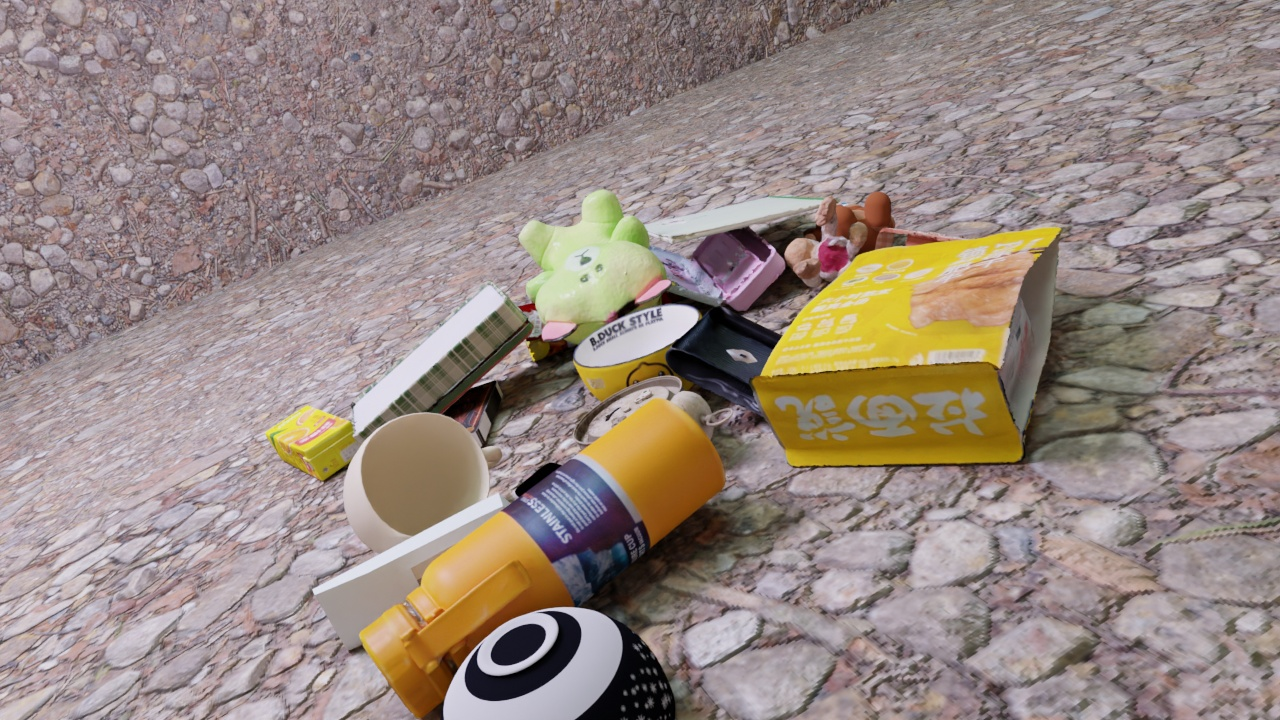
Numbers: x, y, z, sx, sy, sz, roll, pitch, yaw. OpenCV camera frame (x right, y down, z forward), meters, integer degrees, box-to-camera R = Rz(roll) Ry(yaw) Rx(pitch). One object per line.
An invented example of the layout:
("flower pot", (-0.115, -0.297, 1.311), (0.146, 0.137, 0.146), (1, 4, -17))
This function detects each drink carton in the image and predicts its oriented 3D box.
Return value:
("drink carton", (-0.345, 0.087, 0.974), (0.058, 0.043, 0.135), (-38, 25, -29))

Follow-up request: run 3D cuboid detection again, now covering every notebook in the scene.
("notebook", (0.101, -0.165, 1.051), (0.182, 0.010, 0.252), (-13, 12, -4))

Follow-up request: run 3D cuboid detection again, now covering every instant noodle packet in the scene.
("instant noodle packet", (0.197, -0.026, 0.646), (0.163, 0.084, 0.220), (-6, 32, 38))

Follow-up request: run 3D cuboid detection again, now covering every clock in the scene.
("clock", (0.014, 0.054, 0.697), (0.141, 0.054, 0.092), (-12, 23, 41))

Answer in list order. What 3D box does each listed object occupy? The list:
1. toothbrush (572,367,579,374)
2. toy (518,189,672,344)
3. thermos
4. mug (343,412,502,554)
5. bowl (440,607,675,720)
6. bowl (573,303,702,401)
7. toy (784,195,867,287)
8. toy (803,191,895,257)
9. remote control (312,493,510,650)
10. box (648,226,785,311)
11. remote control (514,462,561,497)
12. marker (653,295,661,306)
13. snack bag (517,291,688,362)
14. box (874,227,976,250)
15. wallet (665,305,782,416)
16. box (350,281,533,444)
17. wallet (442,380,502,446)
("toothbrush", (-0.005, 0.005, 0.897), (0.168, 0.013, 0.012), (-6, 26, 41))
("toy", (-0.046, -0.083, 0.936), (0.150, 0.107, 0.196), (-25, 48, 8))
("thermos", (-0.057, 0.112, 0.555), (0.232, 0.091, 0.076), (-35, 54, -21))
("mug", (-0.165, 0.096, 0.699), (0.120, 0.096, 0.100), (-19, -12, -34))
("bowl", (-0.049, 0.166, 0.459), (0.120, 0.066, 0.120), (-18, 21, 7))
("bowl", (0.007, 0.006, 0.803), (0.117, 0.068, 0.117), (-18, 21, 7))
("toy", (0.180, -0.114, 0.921), (0.074, 0.085, 0.106), (11, -1, -10))
("toy", (0.221, -0.148, 0.991), (0.095, 0.065, 0.127), (-14, 15, -6))
("remote control", (-0.144, 0.145, 0.626), (0.143, 0.049, 0.024), (-27, 22, -15))
("box", (0.074, -0.102, 1.014), (0.146, 0.077, 0.201), (-17, 20, -2))
("remote control", (-0.038, 0.104, 0.669), (0.041, 0.020, 0.152), (-39, 28, -28))
("marker", (0.012, -0.042, 0.941), (0.021, 0.018, 0.123), (18, 37, -17))
("snack bag", (-0.033, -0.054, 1.040), (0.208, 0.067, 0.139), (-14, 14, -8))
("box", (0.253, -0.069, 0.773), (0.041, 0.082, 0.187), (4, 10, -22))
("wallet", (0.087, 0.002, 0.726), (0.115, 0.026, 0.089), (27, 38, 16))
("box", (-0.204, 0.010, 0.935), (0.205, 0.051, 0.118), (-44, 24, -5))
("wallet", (-0.179, 0.062, 0.908), (0.072, 0.019, 0.123), (-18, 21, 10))
